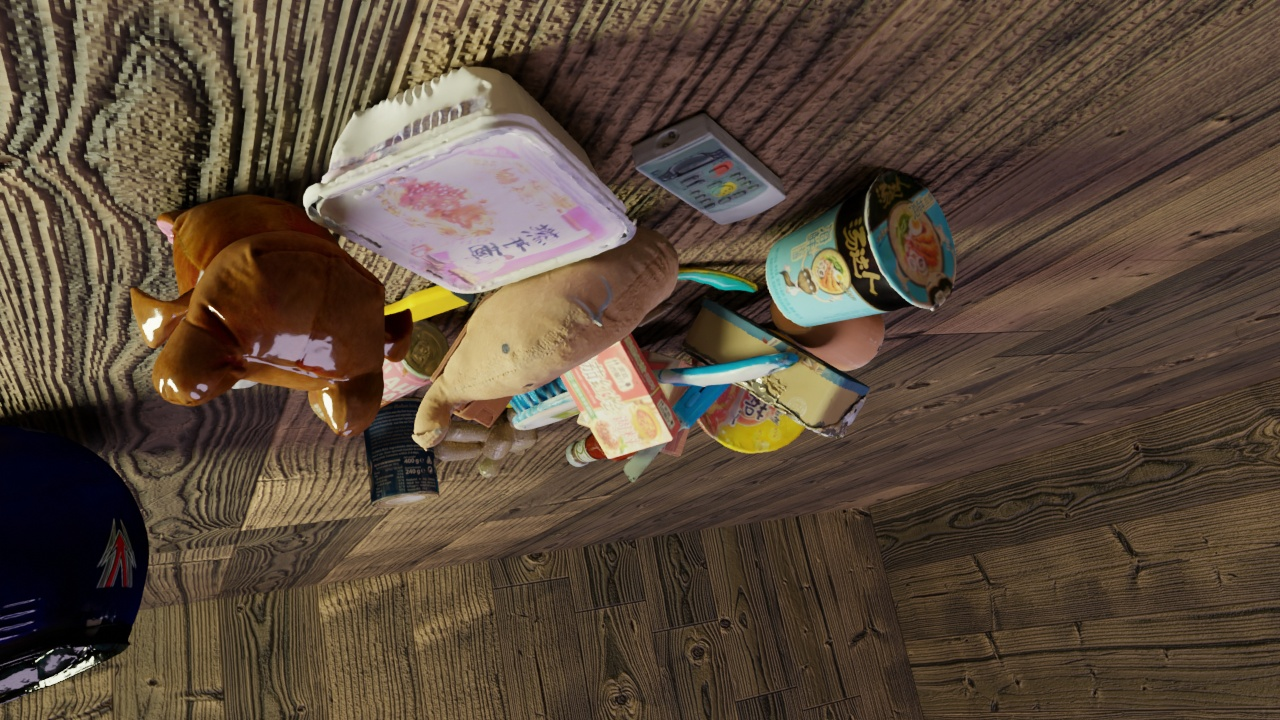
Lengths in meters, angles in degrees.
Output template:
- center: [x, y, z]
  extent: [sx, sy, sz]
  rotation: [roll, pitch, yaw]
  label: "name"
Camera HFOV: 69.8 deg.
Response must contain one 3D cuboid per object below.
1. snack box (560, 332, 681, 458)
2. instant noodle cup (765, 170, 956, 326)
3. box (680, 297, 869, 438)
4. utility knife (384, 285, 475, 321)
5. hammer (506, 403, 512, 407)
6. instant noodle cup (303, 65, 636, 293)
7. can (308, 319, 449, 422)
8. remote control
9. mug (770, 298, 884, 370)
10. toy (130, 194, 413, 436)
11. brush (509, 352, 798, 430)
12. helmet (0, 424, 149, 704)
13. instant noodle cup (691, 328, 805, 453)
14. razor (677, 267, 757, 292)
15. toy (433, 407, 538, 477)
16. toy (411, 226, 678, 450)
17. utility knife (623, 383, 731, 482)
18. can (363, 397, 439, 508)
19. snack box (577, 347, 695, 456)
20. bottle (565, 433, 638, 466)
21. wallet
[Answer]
- center: [-0.031, 0.013, 0.831]
  extent: [0.075, 0.153, 0.025]
  rotation: [-19, -161, 30]
  label: "snack box"
- center: [0.168, -0.077, 0.731]
  extent: [0.111, 0.111, 0.121]
  rotation: [3, 165, -40]
  label: "instant noodle cup"
- center: [0.121, 0.004, 0.871]
  extent: [0.061, 0.184, 0.089]
  rotation: [-60, 151, 8]
  label: "box"
- center: [-0.204, -0.039, 0.754]
  extent: [0.164, 0.015, 0.033]
  rotation: [-15, 157, 18]
  label: "utility knife"
- center: [-0.049, 0.055, 1.146]
  extent: [0.126, 0.032, 0.322]
  rotation: [-22, 160, 32]
  label: "hammer"
- center: [-0.092, -0.104, 0.532]
  extent: [0.138, 0.060, 0.173]
  rotation: [-16, 164, 17]
  label: "instant noodle cup"
- center: [-0.238, 0.012, 0.827]
  extent: [0.148, 0.058, 0.057]
  rotation: [-23, 160, 37]
  label: "can"
- center: [0.050, -0.125, 0.623]
  extent: [0.056, 0.019, 0.135]
  rotation: [-19, 162, 26]
  label: "remote control"
- center: [0.182, -0.041, 0.910]
  extent: [0.078, 0.078, 0.122]
  rotation: [-21, 155, 31]
  label: "mug"
- center: [-0.209, -0.031, 0.520]
  extent: [0.140, 0.199, 0.131]
  rotation: [19, 108, -39]
  label: "toy"
- center: [-0.005, 0.005, 0.874]
  extent: [0.315, 0.109, 0.060]
  rotation: [-22, 160, 27]
  label: "brush"
- center: [-0.618, 0.189, 0.830]
  extent: [0.315, 0.240, 0.247]
  rotation: [-23, 164, 2]
  label: "helmet"
- center: [0.118, 0.038, 1.038]
  extent: [0.138, 0.138, 0.110]
  rotation: [-9, 173, -6]
  label: "instant noodle cup"
- center: [0.041, -0.067, 0.798]
  extent: [0.132, 0.028, 0.043]
  rotation: [-3, -175, -17]
  label: "razor"
- center: [-0.185, 0.091, 1.108]
  extent: [0.066, 0.105, 0.157]
  rotation: [31, -162, 30]
  label: "toy"
- center: [-0.066, -0.023, 0.637]
  extent: [0.225, 0.082, 0.144]
  rotation: [-39, -169, -32]
  label: "toy"
- center: [0.051, 0.045, 0.907]
  extent: [0.235, 0.034, 0.018]
  rotation: [-45, 156, -41]
  label: "utility knife"
- center: [-0.268, 0.105, 1.024]
  extent: [0.075, 0.111, 0.075]
  rotation: [-10, 164, -3]
  label: "can"
- center: [0.002, 0.038, 0.951]
  extent: [0.093, 0.094, 0.077]
  rotation: [17, 177, 27]
  label: "snack box"
- center: [-0.034, 0.098, 1.141]
  extent: [0.059, 0.059, 0.207]
  rotation: [-1, 165, -32]
  label: "bottle"
- center: [-0.134, 0.004, 0.823]
  extent: [0.107, 0.031, 0.132]
  rotation: [-56, 162, -5]
  label: "wallet"
